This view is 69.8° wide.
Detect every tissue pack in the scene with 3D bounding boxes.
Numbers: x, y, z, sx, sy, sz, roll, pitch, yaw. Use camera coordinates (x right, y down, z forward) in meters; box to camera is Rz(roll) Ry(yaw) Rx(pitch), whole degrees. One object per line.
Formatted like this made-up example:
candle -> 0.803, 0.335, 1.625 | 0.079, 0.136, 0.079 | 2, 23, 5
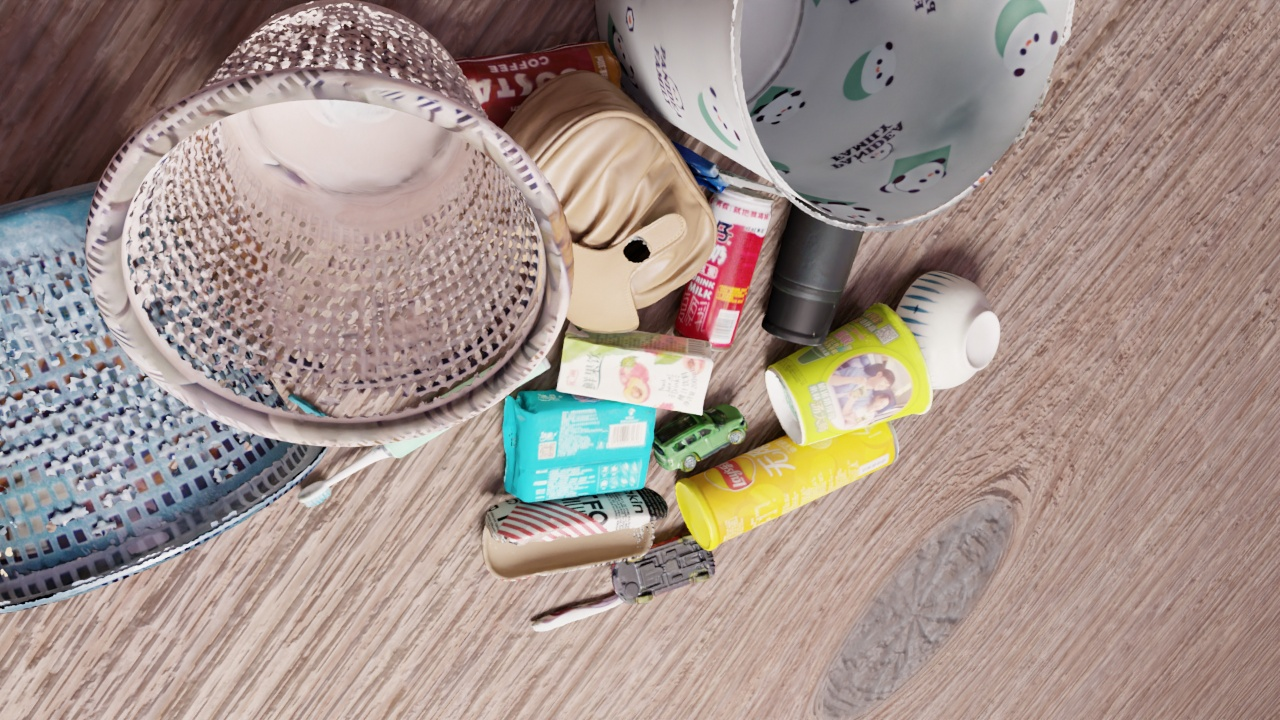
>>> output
tissue pack -> -0.053, 0.069, 0.784 | 0.133, 0.050, 0.093 | -4, 116, -24

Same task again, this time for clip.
clip -> -0.250, 0.047, 0.702 | 0.056, 0.014, 0.039 | 31, 98, -34

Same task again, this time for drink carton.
drink carton -> -0.004, 0.004, 0.757 | 0.122, 0.045, 0.054 | 9, 116, 0

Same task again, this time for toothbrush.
toothbrush -> -0.018, 0.228, 0.896 | 0.187, 0.016, 0.017 | -14, 110, -20
toothbrush -> -0.172, 0.052, 0.733 | 0.224, 0.026, 0.027 | -32, 144, -10

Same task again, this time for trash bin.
trash bin -> -0.163, -0.096, 0.516 | 0.227, 0.192, 0.228 | -8, 134, -9
trash bin -> 0.098, -0.228, 0.600 | 0.229, 0.252, 0.230 | -11, 117, -22
trash bin -> -0.328, 0.004, 0.543 | 0.226, 0.227, 0.195 | -21, 107, -16

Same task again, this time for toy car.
toy car -> 0.021, 0.199, 0.887 | 0.106, 0.031, 0.049 | -16, 90, -22
toy car -> 0.054, 0.068, 0.840 | 0.091, 0.043, 0.036 | -25, 120, -14

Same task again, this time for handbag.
handbag -> -0.028, -0.101, 0.664 | 0.148, 0.099, 0.204 | -41, 145, 5

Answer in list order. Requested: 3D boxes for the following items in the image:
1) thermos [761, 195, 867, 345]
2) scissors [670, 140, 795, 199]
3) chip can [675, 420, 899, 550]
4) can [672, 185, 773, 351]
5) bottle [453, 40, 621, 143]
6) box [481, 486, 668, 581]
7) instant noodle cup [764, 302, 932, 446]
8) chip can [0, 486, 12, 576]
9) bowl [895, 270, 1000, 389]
thermos -> 0.170, -0.137, 0.796 | 0.089, 0.068, 0.243 | -18, 127, -55
scissors -> 0.071, -0.130, 0.681 | 0.012, 0.175, 0.108 | -56, 145, 2
chip can -> 0.142, 0.108, 0.884 | 0.213, 0.072, 0.072 | -21, 120, -15
can -> 0.070, -0.078, 0.774 | 0.053, 0.053, 0.133 | 6, 110, -28
bottle -> -0.102, -0.184, 0.640 | 0.174, 0.057, 0.057 | -14, 118, -19
box -> -0.058, 0.155, 0.811 | 0.162, 0.076, 0.088 | -8, 119, -24
instant noodle cup -> 0.186, 0.020, 0.850 | 0.123, 0.111, 0.112 | -22, 120, -7
chip can -> -0.452, 0.063, 0.576 | 0.073, 0.073, 0.217 | -15, 118, -19
bowl -> 0.302, -0.025, 0.888 | 0.116, 0.066, 0.116 | -13, 111, -37
